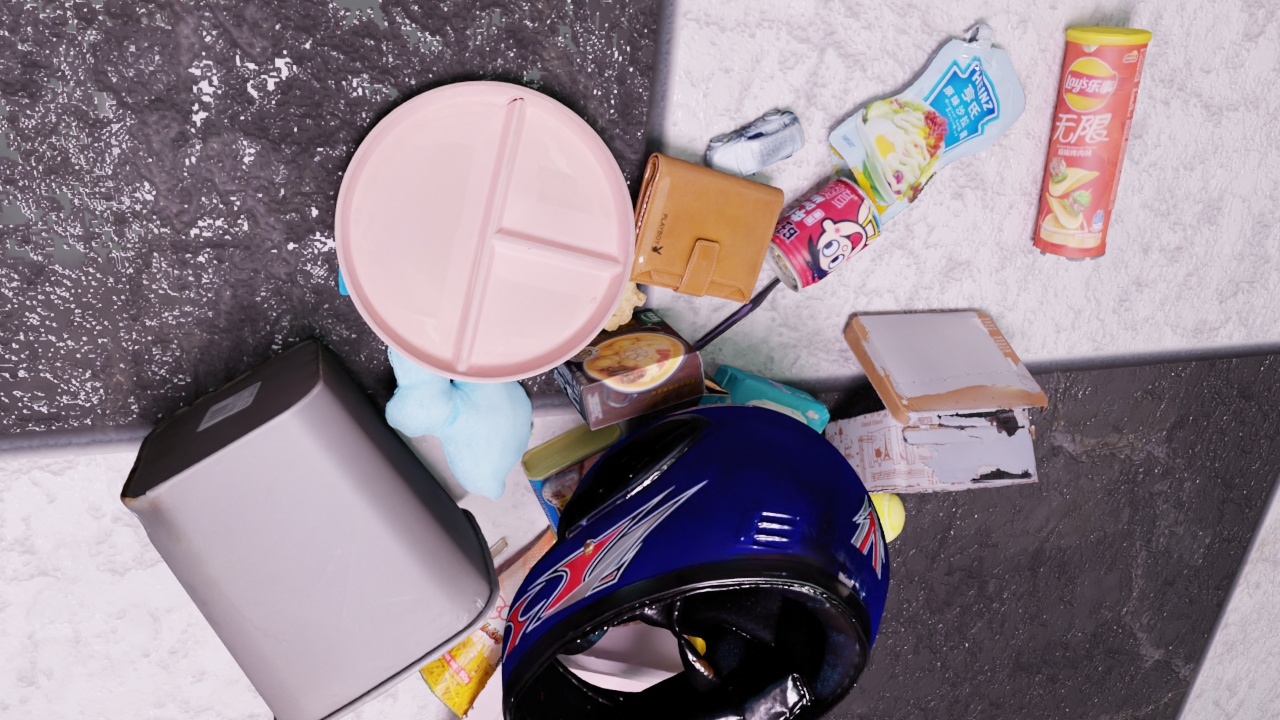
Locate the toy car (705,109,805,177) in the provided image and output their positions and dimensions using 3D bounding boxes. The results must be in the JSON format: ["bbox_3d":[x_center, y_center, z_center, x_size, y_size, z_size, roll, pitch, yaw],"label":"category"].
[{"bbox_3d":[0.100,-0.182,0.790,0.090,0.034,0.043,-26,124,-7],"label":"toy car"}]

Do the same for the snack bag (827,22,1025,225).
[{"bbox_3d":[0.266,-0.216,0.839,0.191,0.039,0.110,-37,111,-3],"label":"snack bag"}]

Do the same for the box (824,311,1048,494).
[{"bbox_3d":[0.288,0.037,0.928,0.182,0.155,0.187,1,77,-23],"label":"box"}]

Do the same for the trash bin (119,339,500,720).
[{"bbox_3d":[-0.254,0.123,0.710,0.199,0.198,0.220,-32,114,-8],"label":"trash bin"}]

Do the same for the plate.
[{"bbox_3d":[-0.117,-0.097,0.714,0.229,0.028,0.229,-2,99,-16],"label":"plate"}]

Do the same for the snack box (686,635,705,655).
[{"bbox_3d":[0.116,0.233,0.963,0.157,0.070,0.210,-9,121,-20],"label":"snack box"}]

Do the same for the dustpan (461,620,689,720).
[{"bbox_3d":[-0.027,0.357,0.887,0.272,0.138,0.223,-8,142,-37],"label":"dustpan"}]

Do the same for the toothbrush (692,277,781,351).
[{"bbox_3d":[0.092,-0.041,0.866,0.189,0.014,0.017,-38,135,-1],"label":"toothbrush"}]

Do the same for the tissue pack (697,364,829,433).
[{"bbox_3d":[0.111,0.063,0.900,0.133,0.050,0.093,19,107,-28],"label":"tissue pack"}]

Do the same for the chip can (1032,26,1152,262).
[{"bbox_3d":[0.435,-0.208,0.890,0.073,0.073,0.217,-12,118,-17],"label":"chip can"}]

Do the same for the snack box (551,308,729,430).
[{"bbox_3d":[-0.005,0.005,0.789,0.125,0.113,0.053,-18,118,-15],"label":"snack box"}]

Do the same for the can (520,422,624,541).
[{"bbox_3d":[-0.051,0.111,0.855,0.102,0.057,0.083,-27,119,-9],"label":"can"}]

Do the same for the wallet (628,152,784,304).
[{"bbox_3d":[0.053,-0.108,0.775,0.131,0.031,0.108,9,105,-31],"label":"wallet"}]

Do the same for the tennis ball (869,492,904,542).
[{"bbox_3d":[0.254,0.168,0.999,0.065,0.065,0.065,-9,117,-18],"label":"tennis ball"}]

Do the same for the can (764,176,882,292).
[{"bbox_3d":[0.161,-0.112,0.827,0.094,0.066,0.066,-36,122,-3],"label":"can"}]

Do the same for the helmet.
[{"bbox_3d":[0.039,0.169,0.746,0.316,0.239,0.247,-29,118,17],"label":"helmet"}]

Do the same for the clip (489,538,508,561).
[{"bbox_3d":[-0.173,0.198,0.861,0.100,0.034,0.071,-49,121,0],"label":"clip"}]

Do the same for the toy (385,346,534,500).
[{"bbox_3d":[-0.146,0.041,0.776,0.156,0.050,0.161,0,92,-44],"label":"toy"}]

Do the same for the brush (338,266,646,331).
[{"bbox_3d":[-0.116,-0.066,0.758,0.254,0.046,0.083,0,113,-17],"label":"brush"}]

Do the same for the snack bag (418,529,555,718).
[{"bbox_3d":[-0.113,0.255,0.902,0.207,0.073,0.128,-37,122,-11],"label":"snack bag"}]
